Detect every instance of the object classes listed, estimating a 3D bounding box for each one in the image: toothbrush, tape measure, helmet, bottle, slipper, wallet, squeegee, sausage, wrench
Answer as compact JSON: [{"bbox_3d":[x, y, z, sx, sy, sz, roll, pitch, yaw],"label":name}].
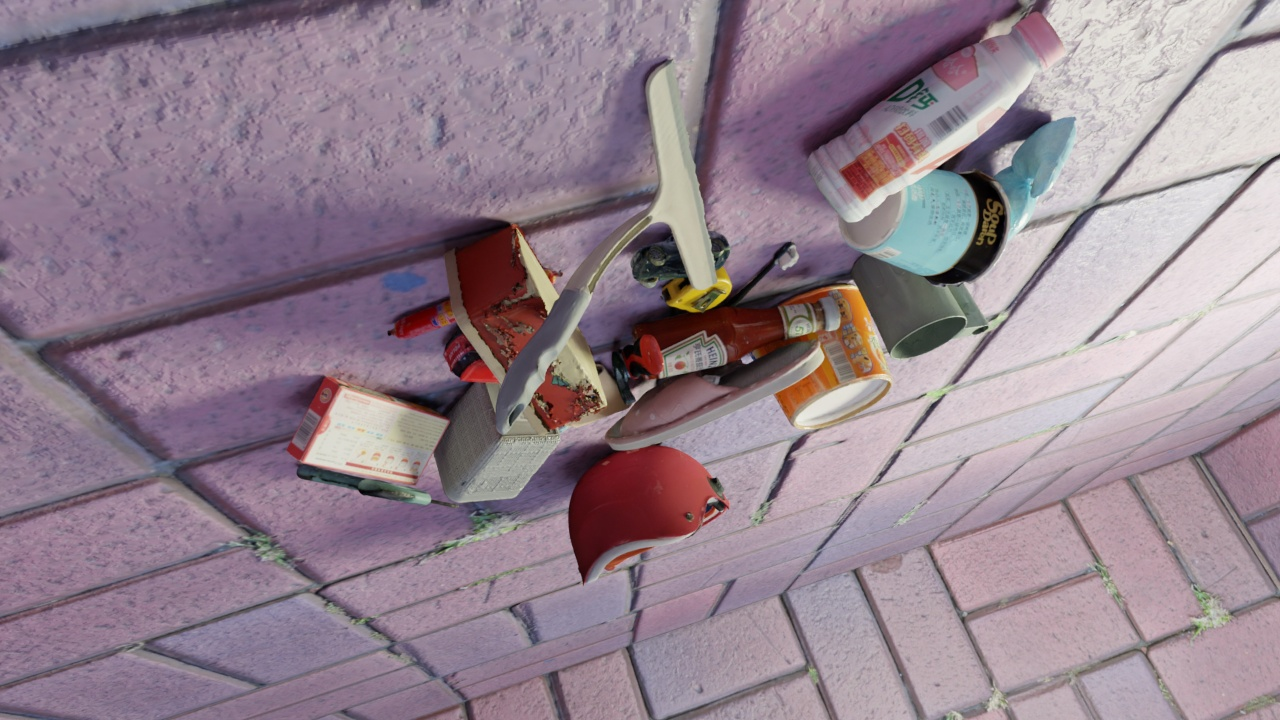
[{"bbox_3d":[0.100,-0.060,0.934,0.015,0.018,0.182,-3,152,-39],"label":"toothbrush"},{"bbox_3d":[0.058,-0.066,0.873,0.057,0.029,0.060,-36,151,30],"label":"tape measure"},{"bbox_3d":[0.004,0.187,1.228,0.207,0.144,0.239,-32,167,25],"label":"helmet"},{"bbox_3d":[0.096,-0.027,0.917,0.206,0.059,0.060,-11,155,-2],"label":"bottle"},{"bbox_3d":[0.066,0.029,0.979,0.275,0.054,0.113,-24,-171,33],"label":"slipper"},{"bbox_3d":[-0.063,0.045,1.017,0.087,0.024,0.115,-22,157,7],"label":"wallet"},{"bbox_3d":[-0.038,-0.049,0.672,0.246,0.039,0.247,-53,152,-19],"label":"squeegee"},{"bbox_3d":[-0.139,-0.049,0.771,0.156,0.020,0.020,-20,156,-1],"label":"sausage"},{"bbox_3d":[-0.005,0.005,0.860,0.016,0.056,0.274,-18,175,-9],"label":"wrench"},{"bbox_3d":[0.226,-0.188,0.708,0.197,0.068,0.068,-36,152,21],"label":"bottle"}]

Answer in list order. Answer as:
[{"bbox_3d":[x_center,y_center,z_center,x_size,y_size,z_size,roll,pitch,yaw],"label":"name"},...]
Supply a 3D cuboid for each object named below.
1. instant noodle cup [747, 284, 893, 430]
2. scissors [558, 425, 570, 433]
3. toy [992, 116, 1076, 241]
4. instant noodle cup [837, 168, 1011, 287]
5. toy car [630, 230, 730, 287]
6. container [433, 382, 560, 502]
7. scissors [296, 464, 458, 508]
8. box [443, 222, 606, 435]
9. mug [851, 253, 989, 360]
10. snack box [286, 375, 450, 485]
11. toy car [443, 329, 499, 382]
[{"bbox_3d":[0.203,0.002,1.024,0.151,0.111,0.151,-17,155,-8],"label":"instant noodle cup"},{"bbox_3d":[-0.116,0.099,1.102,0.135,0.017,0.063,-31,154,14],"label":"scissors"},{"bbox_3d":[0.342,-0.151,0.848,0.156,0.050,0.161,-60,180,15],"label":"toy"},{"bbox_3d":[0.243,-0.127,0.812,0.120,0.111,0.111,8,144,-32],"label":"instant noodle cup"},{"bbox_3d":[0.034,-0.090,0.797,0.090,0.034,0.043,-12,157,-19],"label":"toy car"},{"bbox_3d":[-0.148,0.079,0.946,0.090,0.090,0.115,0,146,-39],"label":"container"},{"bbox_3d":[-0.271,0.126,0.919,0.173,0.019,0.170,14,169,-1],"label":"scissors"},{"bbox_3d":[-0.082,-0.023,0.737,0.079,0.091,0.168,-23,139,5],"label":"box"},{"bbox_3d":[0.294,-0.067,0.960,0.123,0.103,0.084,-9,153,-26],"label":"mug"},{"bbox_3d":[-0.253,0.070,0.871,0.077,0.027,0.155,-62,150,-1],"label":"snack box"},{"bbox_3d":[-0.120,-0.005,0.847,0.120,0.045,0.053,-3,152,-37],"label":"toy car"}]
